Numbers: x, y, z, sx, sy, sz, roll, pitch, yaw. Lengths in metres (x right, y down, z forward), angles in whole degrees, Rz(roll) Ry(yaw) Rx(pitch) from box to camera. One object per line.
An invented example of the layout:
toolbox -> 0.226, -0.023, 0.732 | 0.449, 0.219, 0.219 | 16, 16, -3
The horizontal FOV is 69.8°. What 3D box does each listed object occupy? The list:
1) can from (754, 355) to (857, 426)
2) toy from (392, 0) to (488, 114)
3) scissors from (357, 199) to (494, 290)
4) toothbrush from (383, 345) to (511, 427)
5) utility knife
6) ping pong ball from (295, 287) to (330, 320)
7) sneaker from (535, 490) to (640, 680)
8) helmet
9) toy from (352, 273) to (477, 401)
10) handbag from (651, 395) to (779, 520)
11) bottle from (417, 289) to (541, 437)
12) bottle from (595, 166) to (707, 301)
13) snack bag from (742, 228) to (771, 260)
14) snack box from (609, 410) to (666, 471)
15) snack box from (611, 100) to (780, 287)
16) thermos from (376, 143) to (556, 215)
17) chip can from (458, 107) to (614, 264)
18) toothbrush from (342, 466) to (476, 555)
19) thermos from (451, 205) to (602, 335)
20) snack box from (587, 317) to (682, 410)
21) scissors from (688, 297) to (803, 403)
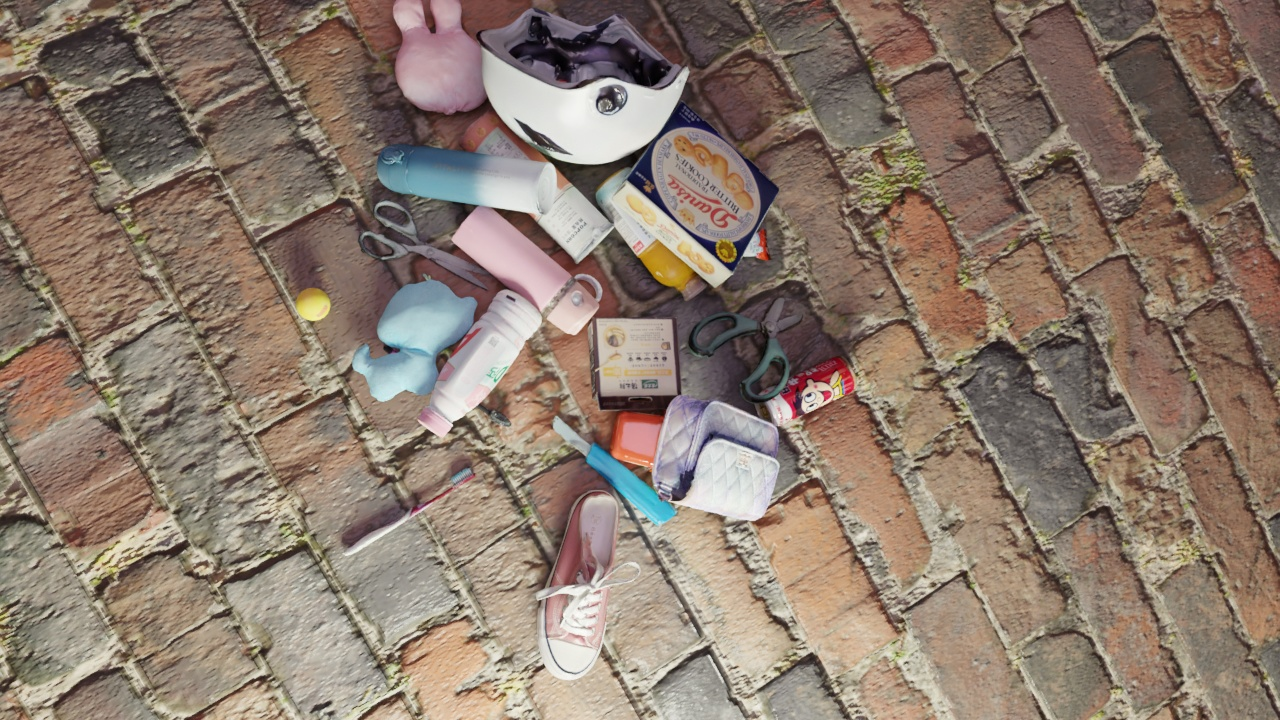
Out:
can -> 0.223, 0.043, 1.240 | 0.132, 0.053, 0.053 | -24, 91, -12
toy -> -0.256, -0.392, 1.174 | 0.121, 0.054, 0.159 | -12, 89, -19
scissors -> -0.271, -0.147, 1.176 | 0.170, 0.014, 0.150 | -12, 90, -12
toothbrush -> -0.245, 0.032, 1.167 | 0.189, 0.018, 0.014 | 32, 72, -6
utility knife -> -0.037, 0.143, 1.200 | 0.204, 0.018, 0.034 | 41, 68, -6
ping pong ball -> -0.403, -0.069, 1.129 | 0.040, 0.040, 0.040 | 1, 86, -11
sneaker -> -0.071, 0.282, 1.148 | 0.118, 0.088, 0.241 | 14, 83, -10
helmet -> -0.079, -0.327, 1.140 | 0.258, 0.146, 0.229 | -16, 45, -31
toy -> -0.281, -0.033, 1.147 | 0.161, 0.050, 0.156 | -8, 83, -8
handbag -> 0.101, 0.124, 1.150 | 0.193, 0.076, 0.134 | 22, 81, -49
bottle -> -0.203, 0.005, 1.142 | 0.068, 0.068, 0.196 | 37, 75, -7
bottle -> 0.018, -0.163, 1.206 | 0.068, 0.068, 0.189 | -38, 94, -12
snack bag -> 0.128, -0.157, 1.249 | 0.104, 0.026, 0.048 | -5, 80, -11
snack box -> 0.004, 0.099, 1.177 | 0.080, 0.091, 0.082 | 12, 85, -3
snack box -> 0.076, -0.217, 1.192 | 0.178, 0.046, 0.182 | 39, 55, -13
thermos -> -0.215, -0.225, 1.126 | 0.220, 0.070, 0.070 | 10, 83, 12
chip can -> -0.133, -0.224, 1.178 | 0.214, 0.071, 0.071 | 45, 79, -5
toothbrush -> -0.289, 0.188, 1.148 | 0.187, 0.016, 0.017 | -32, 85, -12
thermos -> -0.138, -0.121, 1.176 | 0.198, 0.067, 0.087 | 38, 61, -6
snack box -> -0.007, 0.007, 1.189 | 0.113, 0.053, 0.125 | -1, 78, -12
scissors -> 0.139, -0.030, 1.235 | 0.176, 0.019, 0.174 | 21, 64, 5
